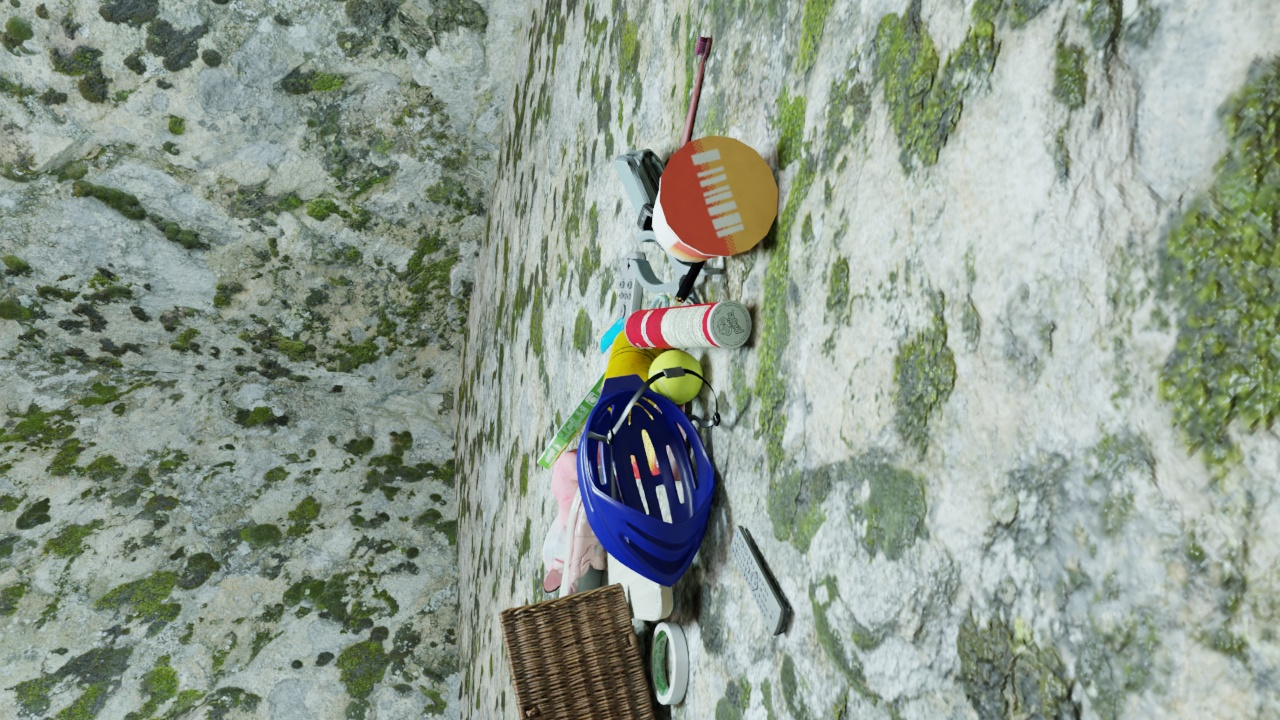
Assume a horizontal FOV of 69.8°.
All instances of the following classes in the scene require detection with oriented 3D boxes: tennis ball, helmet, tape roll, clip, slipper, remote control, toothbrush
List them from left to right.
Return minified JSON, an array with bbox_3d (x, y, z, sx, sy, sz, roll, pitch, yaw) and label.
[{"bbox_3d":[-0.067,0.289,1.326,0.054,0.114,0.274,9,87,31],"label":"slipper"},{"bbox_3d":[-0.018,-0.091,1.406,0.074,0.019,0.151,-160,76,-72],"label":"remote control"},{"bbox_3d":[0.002,0.277,1.173,0.273,0.054,0.114,152,118,-75],"label":"slipper"},{"bbox_3d":[0.018,0.112,1.004,0.228,0.147,0.241,121,137,-57],"label":"helmet"},{"bbox_3d":[0.034,0.364,1.106,0.094,0.018,0.094,-176,91,-73],"label":"tape roll"},{"bbox_3d":[0.043,-0.128,1.132,0.163,0.028,0.115,41,129,45],"label":"clip"},{"bbox_3d":[0.042,0.020,1.098,0.065,0.065,0.065,-175,91,-73],"label":"tennis ball"},{"bbox_3d":[0.064,-0.330,1.213,0.016,0.016,0.190,-120,39,-62],"label":"toothbrush"},{"bbox_3d":[0.114,0.213,0.896,0.136,0.013,0.033,-119,38,-61],"label":"remote control"}]

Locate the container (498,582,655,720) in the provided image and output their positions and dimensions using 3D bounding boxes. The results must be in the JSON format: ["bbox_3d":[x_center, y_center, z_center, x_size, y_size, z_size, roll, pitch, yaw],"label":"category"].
[{"bbox_3d":[-0.083,0.434,1.173,0.183,0.162,0.249,120,138,-67],"label":"container"}]

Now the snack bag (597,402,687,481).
[{"bbox_3d":[0.016,0.096,1.220,0.208,0.066,0.138,-18,62,62],"label":"snack bag"}]

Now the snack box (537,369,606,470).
[{"bbox_3d":[-0.091,0.084,1.432,0.167,0.027,0.132,-53,0,-30],"label":"snack box"}]

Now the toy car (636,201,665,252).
[{"bbox_3d":[0.030,-0.167,1.198,0.092,0.037,0.040,45,135,26],"label":"toy car"}]

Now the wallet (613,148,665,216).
[{"bbox_3d":[0.006,-0.244,1.278,0.100,0.054,0.131,68,170,-17],"label":"wallet"}]

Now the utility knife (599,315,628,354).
[{"bbox_3d":[-0.039,-0.040,1.401,0.186,0.015,0.031,143,123,-72],"label":"utility knife"}]

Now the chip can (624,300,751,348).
[{"bbox_3d":[0.049,-0.039,1.065,0.215,0.051,0.052,1,86,64],"label":"chip can"}]

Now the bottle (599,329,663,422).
[{"bbox_3d":[-0.007,0.007,1.193,0.163,0.071,0.071,-78,4,-58],"label":"bottle"}]

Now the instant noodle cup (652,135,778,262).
[{"bbox_3d":[0.070,-0.163,0.992,0.121,0.123,0.123,157,117,-79],"label":"instant noodle cup"}]

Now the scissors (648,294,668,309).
[{"bbox_3d":[0.000,-0.027,1.312,0.175,0.032,0.092,130,137,-58],"label":"scissors"}]

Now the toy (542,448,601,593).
[{"bbox_3d":[-0.097,0.241,1.404,0.141,0.084,0.213,-9,-77,-67],"label":"toy"}]

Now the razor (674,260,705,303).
[{"bbox_3d":[0.072,-0.127,1.072,0.144,0.022,0.043,-68,12,-22],"label":"razor"}]
